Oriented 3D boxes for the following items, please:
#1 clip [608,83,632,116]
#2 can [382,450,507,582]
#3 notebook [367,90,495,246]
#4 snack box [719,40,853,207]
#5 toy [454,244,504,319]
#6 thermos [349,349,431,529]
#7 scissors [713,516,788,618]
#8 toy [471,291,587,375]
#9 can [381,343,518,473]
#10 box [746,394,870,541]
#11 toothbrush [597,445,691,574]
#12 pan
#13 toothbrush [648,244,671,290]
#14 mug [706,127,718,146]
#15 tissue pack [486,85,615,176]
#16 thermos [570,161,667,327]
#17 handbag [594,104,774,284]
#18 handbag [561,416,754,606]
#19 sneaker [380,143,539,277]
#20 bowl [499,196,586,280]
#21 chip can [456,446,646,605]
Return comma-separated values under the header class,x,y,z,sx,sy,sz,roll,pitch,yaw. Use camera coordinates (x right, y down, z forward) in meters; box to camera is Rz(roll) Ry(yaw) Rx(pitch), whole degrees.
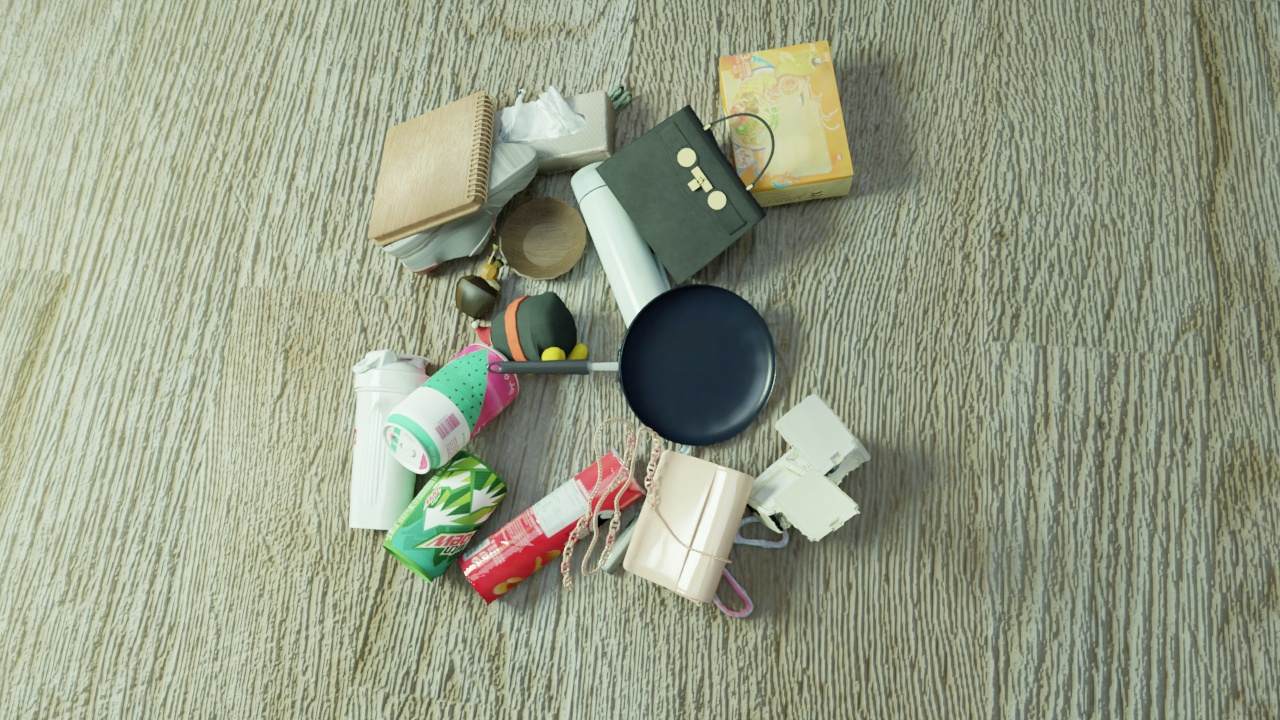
class,x,y,z,sx,sy,sz,roll,pitch,yaw
clip,-0.044,-0.347,1.262,0.047,0.023,0.076,43,85,12
can,-0.233,0.186,1.099,0.083,0.083,0.143,32,67,12
notebook,-0.268,-0.255,1.200,0.169,0.022,0.210,-16,52,19
snack box,0.185,-0.302,1.199,0.145,0.081,0.195,-8,76,4
toy,-0.204,-0.103,1.196,0.076,0.062,0.100,30,96,47
thermos,-0.315,0.098,1.140,0.099,0.099,0.220,2,80,6
scissors,0.102,0.218,1.113,0.158,0.014,0.172,-37,72,-3
toy,-0.141,-0.032,1.159,0.119,0.097,0.099,-12,90,25
can,-0.227,0.056,1.107,0.088,0.088,0.165,34,50,12
box,0.185,0.114,1.023,0.143,0.194,0.101,-39,106,-10
toothbrush,0.010,0.181,1.124,0.024,0.022,0.185,37,83,-4
pan,-0.006,0.006,1.114,0.356,0.021,0.199,-1,93,-12
toothbrush,0.020,-0.139,1.206,0.012,0.017,0.186,-18,75,4
mug,0.068,-0.244,1.207,0.077,0.071,0.105,-19,98,0
tissue pack,-0.128,-0.307,1.226,0.182,0.071,0.103,-7,75,17
thermos,-0.023,-0.145,1.187,0.068,0.068,0.230,-21,74,0
handbag,0.079,-0.225,1.130,0.196,0.072,0.176,-34,96,19
handbag,0.023,0.185,1.024,0.117,0.187,0.198,13,79,42
sneaker,-0.222,-0.191,1.207,0.236,0.089,0.099,-32,48,4
bowl,-0.127,-0.157,1.217,0.118,0.030,0.117,-1,76,5
chip can,-0.106,0.199,1.105,0.233,0.073,0.073,-35,75,-3
